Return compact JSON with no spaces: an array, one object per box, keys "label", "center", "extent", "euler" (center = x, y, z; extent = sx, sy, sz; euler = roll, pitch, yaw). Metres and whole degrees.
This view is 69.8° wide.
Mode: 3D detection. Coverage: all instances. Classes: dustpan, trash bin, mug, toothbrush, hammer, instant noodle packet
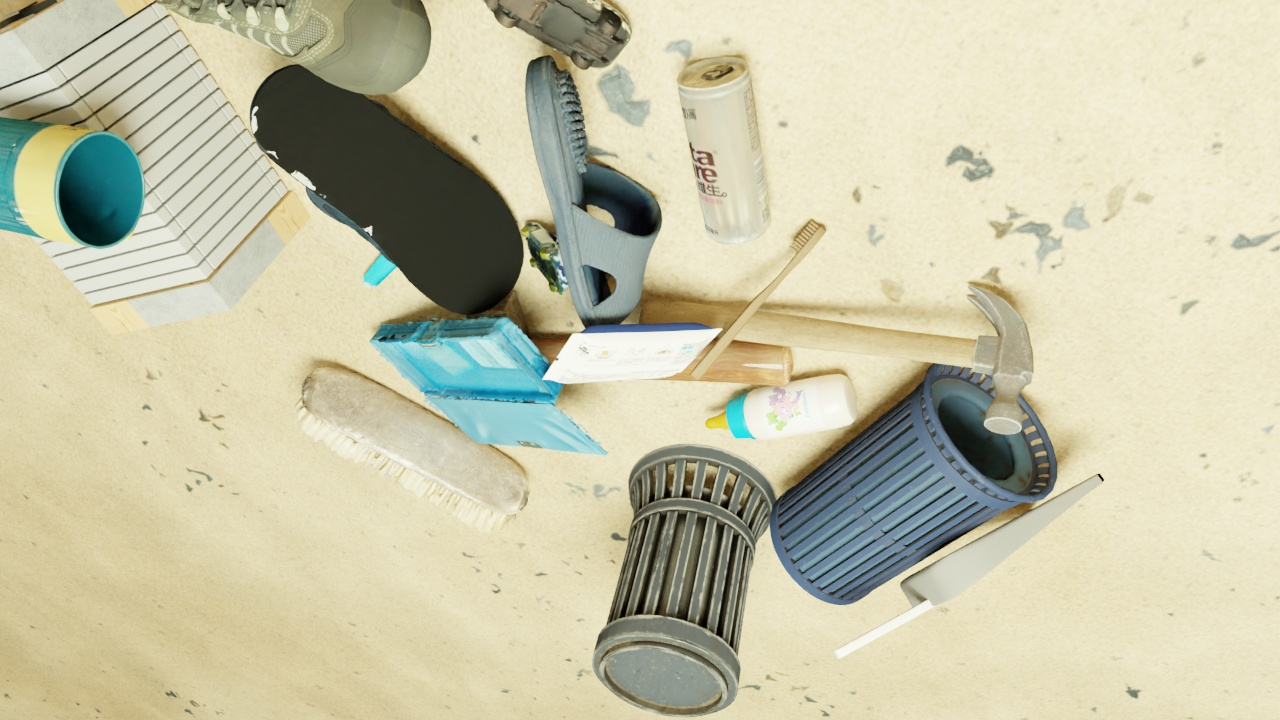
[{"label":"dustpan","center":[0.280,0.191,0.823],"extent":[0.257,0.033,0.163],"euler":[-26,161,-8]},{"label":"trash bin","center":[-0.433,-0.170,0.769],"extent":[0.143,0.142,0.247],"euler":[-8,128,23]},{"label":"mug","center":[-0.424,-0.121,0.663],"extent":[0.107,0.083,0.114],"euler":[9,161,9]},{"label":"toothbrush","center":[0.095,-0.048,0.768],"extent":[0.016,0.016,0.167],"euler":[39,104,0]},{"label":"hammer","center":[0.155,-0.019,0.778],"extent":[0.332,0.119,0.031],"euler":[7,153,23]},{"label":"trash bin","center":[0.044,0.224,0.930],"extent":[0.164,0.226,0.164],"euler":[8,133,9]},{"label":"hammer","center":[-0.005,0.005,0.877],"extent":[0.301,0.037,0.158],"euler":[1,131,16]},{"label":"trash bin","center":[0.235,0.123,0.847],"extent":[0.139,0.139,0.250],"euler":[29,134,-11]},{"label":"instant noodle packet","center":[-0.008,-0.004,0.778],"extent":[0.134,0.026,0.087],"euler":[-3,156,-25]}]

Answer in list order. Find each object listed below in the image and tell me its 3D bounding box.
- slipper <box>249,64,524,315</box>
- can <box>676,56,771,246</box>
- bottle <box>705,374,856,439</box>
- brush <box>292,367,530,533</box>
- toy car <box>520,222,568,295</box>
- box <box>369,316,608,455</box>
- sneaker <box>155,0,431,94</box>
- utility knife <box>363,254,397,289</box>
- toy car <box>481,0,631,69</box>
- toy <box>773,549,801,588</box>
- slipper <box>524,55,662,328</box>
[{"label":"slipper","center":[-0.209,-0.146,0.779],"extent":[0.109,0.083,0.265],"euler":[-50,126,0]},{"label":"can","center":[0.066,-0.156,0.699],"extent":[0.054,0.054,0.136],"euler":[-2,131,17]},{"label":"bottle","center":[0.128,0.048,0.868],"extent":[0.146,0.051,0.051],"euler":[-12,127,26]},{"label":"brush","center":[-0.244,0.096,0.997],"extent":[0.271,0.083,0.057],"euler":[31,131,-13]},{"label":"toy car","center":[-0.077,-0.089,0.787],"extent":[0.027,0.089,0.039],"euler":[-21,126,-15]},{"label":"box","center":[-0.150,0.029,0.887],"extent":[0.232,0.033,0.174],"euler":[1,136,47]},{"label":"sneaker","center":[-0.260,-0.263,0.606],"extent":[0.238,0.142,0.101],"euler":[24,97,15]},{"label":"utility knife","center":[-0.236,-0.098,0.867],"extent":[0.117,0.015,0.022],"euler":[-32,103,39]},{"label":"toy car","center":[-0.060,-0.250,0.654],"extent":[0.112,0.040,0.049],"euler":[21,137,-31]},{"label":"toy","center":[0.212,0.223,1.011],"extent":[0.126,0.037,0.076],"euler":[-18,128,34]},{"label":"slipper","center":[-0.026,-0.117,0.728],"extent":[0.082,0.101,0.264],"euler":[-7,135,6]}]
